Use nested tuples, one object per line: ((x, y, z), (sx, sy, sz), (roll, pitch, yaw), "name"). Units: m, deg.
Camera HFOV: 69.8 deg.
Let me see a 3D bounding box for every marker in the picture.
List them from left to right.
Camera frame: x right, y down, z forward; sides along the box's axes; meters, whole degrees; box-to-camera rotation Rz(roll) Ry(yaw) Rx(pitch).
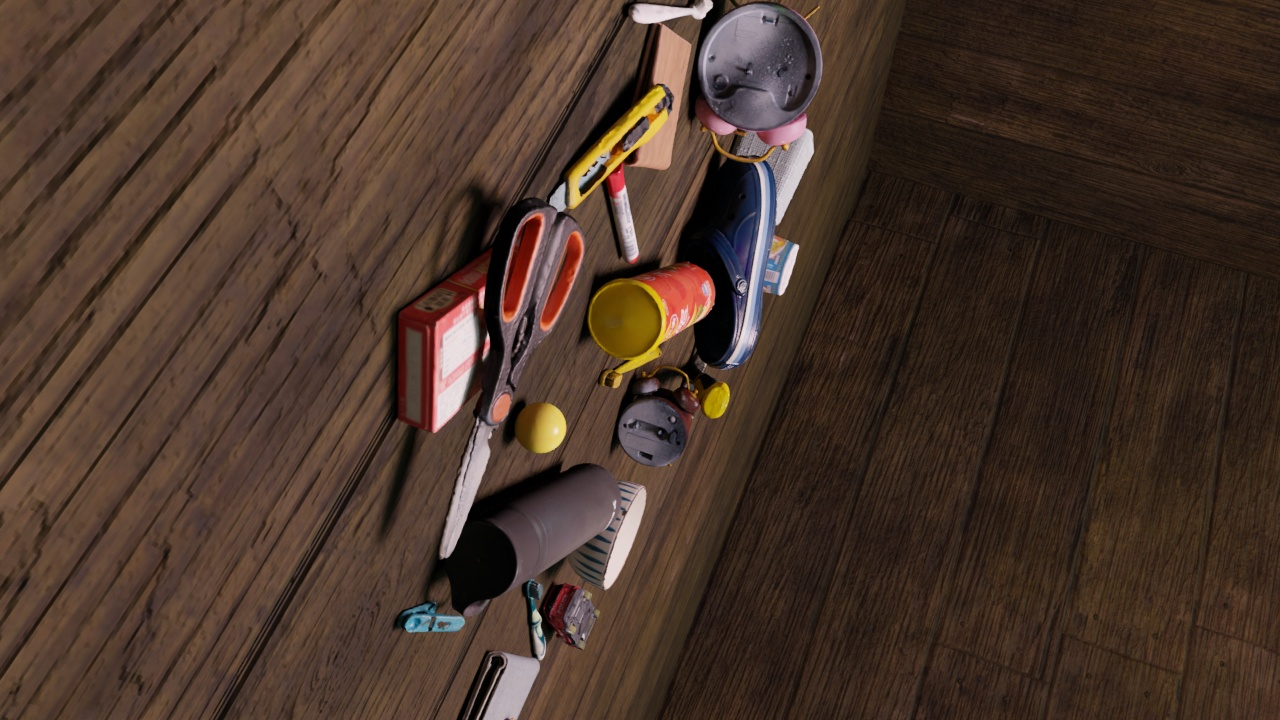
((-0.016, -0.124, 0.784), (0.145, 0.017, 0.017), (77, 35, -66), "marker")

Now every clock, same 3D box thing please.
((0.021, 0.063, 1.050), (0.055, 0.082, 0.122), (-50, 157, -67), "clock")
((0.113, -0.269, 0.892), (0.059, 0.117, 0.159), (-70, 171, -62), "clock")

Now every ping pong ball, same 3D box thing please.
((-0.079, 0.053, 0.721), (0.040, 0.040, 0.040), (20, 89, -77), "ping pong ball")

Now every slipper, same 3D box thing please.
((0.091, -0.117, 1.073), (0.095, 0.105, 0.252), (6, 88, -35), "slipper")

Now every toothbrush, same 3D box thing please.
((-0.107, 0.276, 0.965), (0.192, 0.018, 0.016), (92, 22, -50), "toothbrush")
((-0.006, 0.006, 0.999), (0.189, 0.016, 0.016), (-28, 136, -71), "toothbrush")
((0.027, -0.280, 0.732), (0.016, 0.016, 0.179), (-36, -175, 29), "toothbrush")

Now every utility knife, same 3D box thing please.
((-0.019, -0.157, 0.688), (0.176, 0.015, 0.033), (-52, 144, -33), "utility knife")

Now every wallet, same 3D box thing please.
((-0.137, 0.339, 0.892), (0.130, 0.037, 0.106), (71, 39, -69), "wallet")
((0.015, -0.220, 0.775), (0.101, 0.020, 0.115), (-32, 137, -70), "wallet")

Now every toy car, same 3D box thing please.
((-0.078, 0.286, 1.034), (0.052, 0.045, 0.121), (-62, 159, -27), "toy car")

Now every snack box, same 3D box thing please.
((-0.098, -0.025, 0.571), (0.152, 0.025, 0.075), (-52, 156, -55), "snack box")

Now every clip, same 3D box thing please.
((-0.152, 0.183, 0.651), (0.055, 0.034, 0.013), (24, 84, -60), "clip")

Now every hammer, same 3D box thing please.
((0.082, 0.034, 1.196), (0.323, 0.032, 0.126), (-95, -156, -84), "hammer")

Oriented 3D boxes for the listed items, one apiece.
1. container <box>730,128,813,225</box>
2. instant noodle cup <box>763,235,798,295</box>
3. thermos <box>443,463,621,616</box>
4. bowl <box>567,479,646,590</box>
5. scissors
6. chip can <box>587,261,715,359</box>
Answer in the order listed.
((0.157, -0.240, 1.165), (0.090, 0.090, 0.111), (32, 80, -76), "container")
((0.144, -0.135, 1.207), (0.099, 0.110, 0.099), (20, 89, -76), "instant noodle cup")
((-0.089, 0.146, 0.772), (0.090, 0.068, 0.242), (-58, 168, 12), "thermos")
((-0.045, 0.178, 0.975), (0.116, 0.066, 0.116), (21, 89, -78), "bowl")
((-0.094, 0.012, 0.545), (0.234, 0.022, 0.139), (-64, 157, -15), "scissors")
((0.017, -0.053, 0.894), (0.216, 0.073, 0.073), (-30, 137, -71), "chip can")
